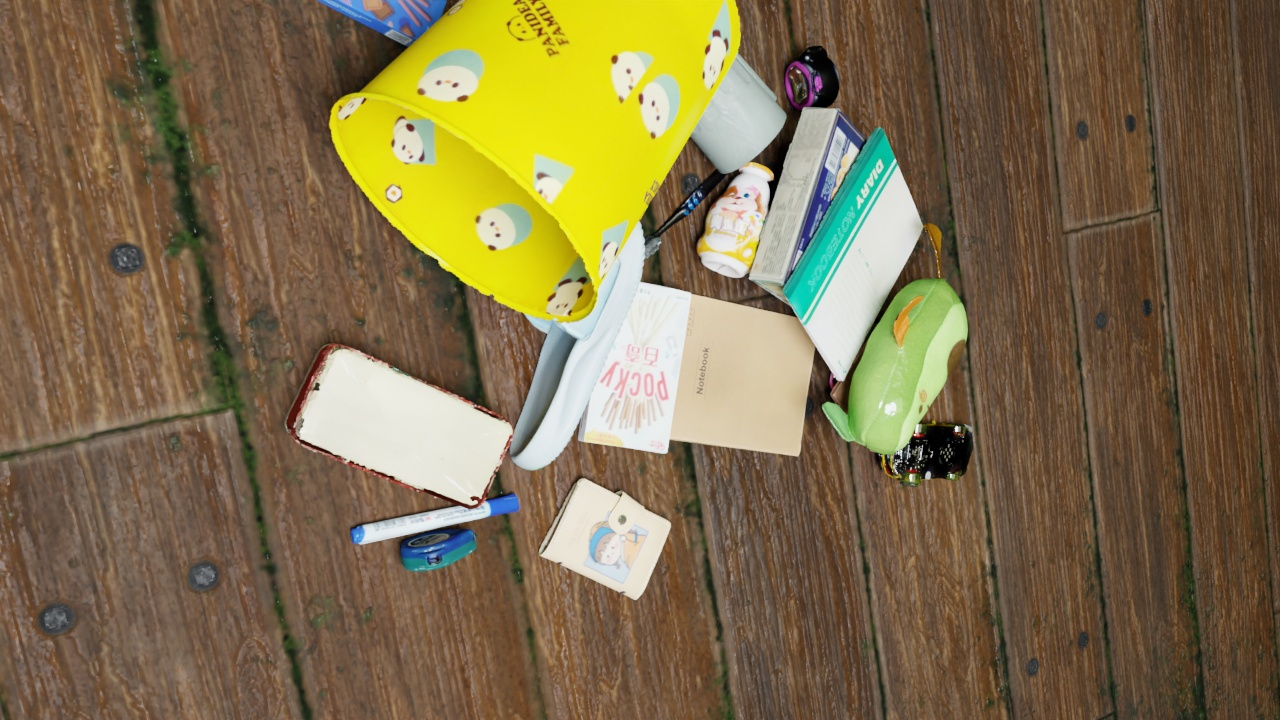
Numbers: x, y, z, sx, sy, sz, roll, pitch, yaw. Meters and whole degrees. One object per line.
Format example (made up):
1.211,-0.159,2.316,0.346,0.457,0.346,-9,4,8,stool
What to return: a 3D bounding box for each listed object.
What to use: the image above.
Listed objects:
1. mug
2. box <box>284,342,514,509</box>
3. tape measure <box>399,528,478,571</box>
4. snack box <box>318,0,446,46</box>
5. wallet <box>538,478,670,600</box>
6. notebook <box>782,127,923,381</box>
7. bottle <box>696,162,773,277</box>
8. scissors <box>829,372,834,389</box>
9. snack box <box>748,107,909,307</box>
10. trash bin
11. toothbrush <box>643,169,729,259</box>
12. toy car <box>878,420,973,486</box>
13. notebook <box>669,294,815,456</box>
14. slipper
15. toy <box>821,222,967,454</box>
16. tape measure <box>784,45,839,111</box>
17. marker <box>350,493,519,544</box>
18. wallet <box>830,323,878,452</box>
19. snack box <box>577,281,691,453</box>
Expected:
0.080,-0.257,0.885,0.103,0.084,0.123,43,46,-22,mug
-0.192,0.053,0.748,0.168,0.077,0.091,27,80,-27,box
-0.174,0.161,0.775,0.058,0.055,0.025,-17,99,-59,tape measure
-0.230,-0.323,0.736,0.157,0.026,0.084,21,83,-27,snack box
-0.030,0.167,0.872,0.115,0.024,0.087,32,83,-24,wallet
0.218,-0.105,0.919,0.208,0.012,0.150,-58,135,-18,notebook
0.097,-0.139,0.901,0.063,0.063,0.108,24,81,-27,bottle
0.259,0.004,1.023,0.133,0.017,0.057,-37,110,-26,scissors
0.197,-0.132,0.932,0.182,0.046,0.177,26,80,-49,snack box
-0.063,-0.197,0.704,0.229,0.230,0.254,43,68,-23,trash bin
0.057,-0.161,0.906,0.189,0.016,0.014,-46,117,-20,toothbrush
0.328,0.104,1.047,0.155,0.041,0.071,4,94,-40,toy car
0.090,0.015,0.936,0.207,0.008,0.147,10,88,-28,notebook
-0.070,-0.025,0.799,0.074,0.104,0.245,21,90,-21,slipper
0.275,-0.007,0.936,0.246,0.090,0.227,-59,149,-21,toy
0.173,-0.283,0.937,0.039,0.057,0.058,-20,87,-21,tape measure
-0.176,0.137,0.794,0.145,0.017,0.017,-8,96,-28,marker
0.258,0.030,1.006,0.101,0.020,0.115,-54,128,-16,wallet
-0.005,0.005,0.866,0.084,0.027,0.156,10,87,-19,snack box
